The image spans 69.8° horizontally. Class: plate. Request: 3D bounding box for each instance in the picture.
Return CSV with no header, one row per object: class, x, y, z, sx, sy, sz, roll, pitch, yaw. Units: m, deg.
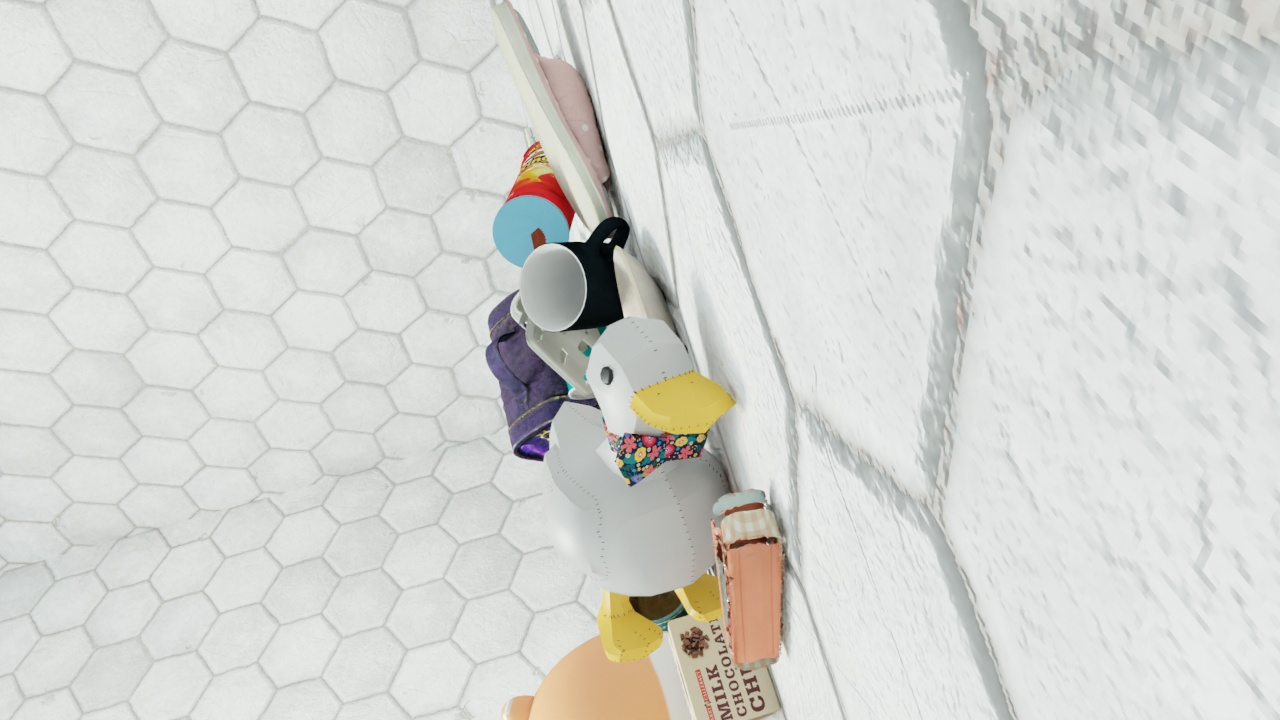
plate,0.014,-0.012,0.808,0.189,0.027,0.188,163,91,-85

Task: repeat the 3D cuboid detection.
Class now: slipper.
slipper,-0.079,-0.251,0.943,0.274,0.054,0.114,64,170,6

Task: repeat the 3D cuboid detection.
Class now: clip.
clip,-0.087,-0.048,0.993,0.125,0.082,0.147,49,-145,-49

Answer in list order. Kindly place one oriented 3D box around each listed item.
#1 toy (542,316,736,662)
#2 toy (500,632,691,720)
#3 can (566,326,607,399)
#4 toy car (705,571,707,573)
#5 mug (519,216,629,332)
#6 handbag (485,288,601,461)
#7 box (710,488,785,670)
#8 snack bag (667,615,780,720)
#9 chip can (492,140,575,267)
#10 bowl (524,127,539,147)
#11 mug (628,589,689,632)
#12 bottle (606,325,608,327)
toy,-0.005,0.086,0.691,0.247,0.140,0.268,25,130,57
toy,-0.009,0.437,1.038,0.266,0.280,0.262,109,151,-45
can,-0.056,-0.038,1.093,0.099,0.099,0.144,93,161,-76
toy car,0.058,0.253,1.033,0.106,0.049,0.030,-114,11,-52
mug,-0.048,-0.087,0.896,0.085,0.094,0.122,42,117,24
handbag,-0.111,0.023,1.203,0.221,0.126,0.204,23,-139,-46
box,0.072,0.155,0.597,0.053,0.058,0.187,33,151,33
snack bag,0.073,0.298,0.868,0.207,0.070,0.094,85,168,-66
chip can,-0.110,-0.184,1.049,0.213,0.087,0.087,-85,-16,-60
bowl,-0.107,-0.255,1.204,0.115,0.062,0.115,163,91,-85
mug,0.032,0.219,0.871,0.104,0.112,0.084,69,-152,-62
bottle,-0.006,0.006,1.007,0.044,0.044,0.109,91,164,-74
